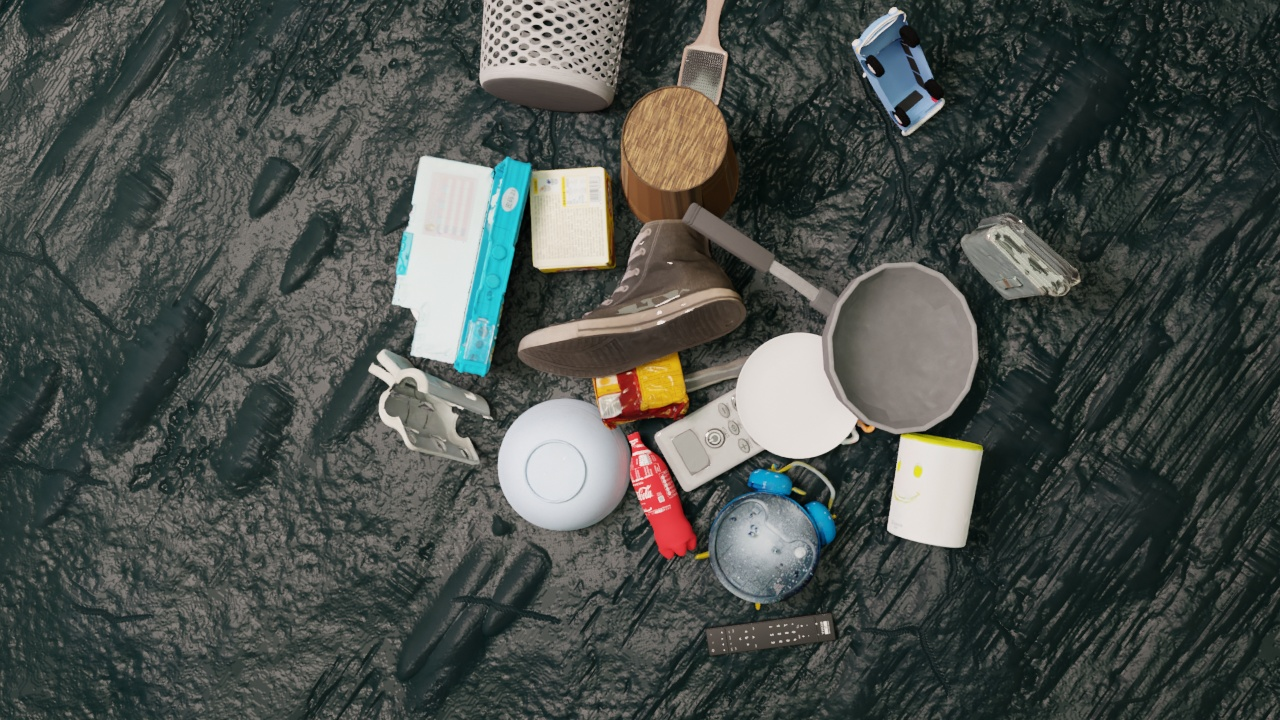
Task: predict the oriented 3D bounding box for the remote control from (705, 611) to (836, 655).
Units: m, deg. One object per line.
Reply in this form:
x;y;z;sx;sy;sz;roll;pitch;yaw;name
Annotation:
0.143;0.301;1.008;0.140;0.009;0.030;-9;89;4;remote control

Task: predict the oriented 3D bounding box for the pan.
0.193;-0.057;0.942;0.357;0.041;0.178;31;82;-15;pan

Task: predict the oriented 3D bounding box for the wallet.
0.382;-0.103;0.932;0.100;0.131;0.054;40;96;5;wallet

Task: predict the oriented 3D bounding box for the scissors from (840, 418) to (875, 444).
0.204;0.035;0.999;0.065;0.013;0.128;-40;94;4;scissors

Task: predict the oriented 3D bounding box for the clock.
0.143;0.183;0.985;0.117;0.060;0.161;41;91;5;clock

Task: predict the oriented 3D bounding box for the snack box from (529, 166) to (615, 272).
-0.073;-0.151;1.002;0.083;0.061;0.105;-3;90;5;snack box

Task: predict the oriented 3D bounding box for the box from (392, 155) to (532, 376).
-0.187;-0.104;1.000;0.172;0.084;0.227;13;91;41;box

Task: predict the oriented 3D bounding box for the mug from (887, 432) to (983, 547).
0.307;0.134;0.961;0.082;0.082;0.106;10;91;4;mug

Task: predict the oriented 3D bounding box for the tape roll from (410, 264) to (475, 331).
-0.216;-0.074;1.037;0.093;0.013;0.093;0;90;4;tape roll

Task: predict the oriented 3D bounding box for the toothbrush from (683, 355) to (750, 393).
0.112;0.007;1.008;0.185;0.022;0.024;-17;124;2;toothbrush

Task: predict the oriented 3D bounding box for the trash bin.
-0.089;-0.368;0.960;0.156;0.156;0.183;7;93;4;trash bin

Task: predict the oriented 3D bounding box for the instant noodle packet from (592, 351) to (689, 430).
-0.006;0.006;0.995;0.098;0.040;0.135;-15;70;7;instant noodle packet

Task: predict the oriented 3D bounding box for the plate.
0.170;0.038;0.986;0.134;0.011;0.134;0;93;1;plate

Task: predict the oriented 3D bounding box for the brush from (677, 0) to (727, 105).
0.074;-0.351;1.015;0.050;0.015;0.135;11;90;5;brush

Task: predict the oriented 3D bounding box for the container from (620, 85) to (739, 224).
0.038;-0.206;0.941;0.132;0.167;0.132;0;89;4;container

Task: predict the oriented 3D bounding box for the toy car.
0.264;-0.297;0.945;0.056;0.153;0.054;-40;50;11;toy car

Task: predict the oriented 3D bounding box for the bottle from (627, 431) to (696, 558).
0.018;0.146;1.003;0.042;0.042;0.141;-23;87;4;bottle

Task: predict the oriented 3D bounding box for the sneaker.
-0.019;-0.063;0.954;0.235;0.095;0.119;-21;59;11;sneaker

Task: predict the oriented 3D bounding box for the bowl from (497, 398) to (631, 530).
-0.087;0.116;0.995;0.150;0.074;0.150;0;89;4;bowl

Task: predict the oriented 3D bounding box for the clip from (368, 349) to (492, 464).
-0.224;0.036;0.990;0.105;0.126;0.151;-35;63;10;clip

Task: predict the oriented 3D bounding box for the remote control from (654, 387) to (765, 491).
0.097;0.077;1.008;0.151;0.019;0.074;-30;87;4;remote control
